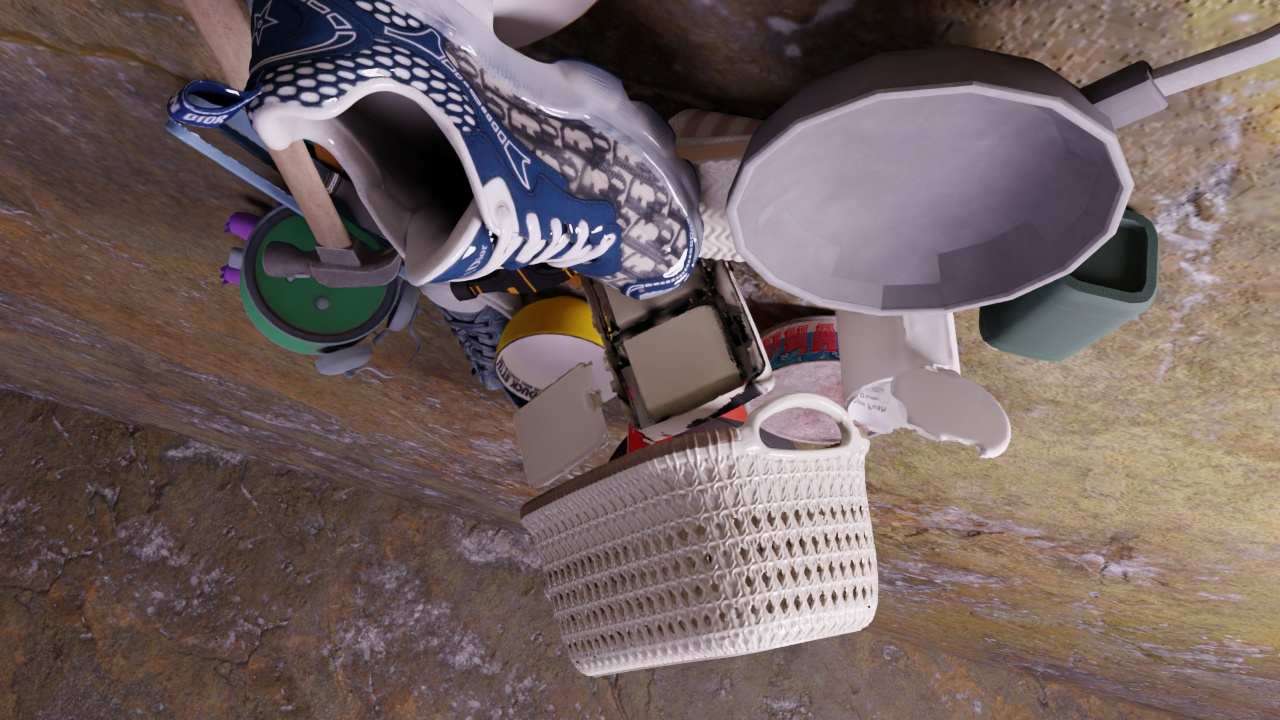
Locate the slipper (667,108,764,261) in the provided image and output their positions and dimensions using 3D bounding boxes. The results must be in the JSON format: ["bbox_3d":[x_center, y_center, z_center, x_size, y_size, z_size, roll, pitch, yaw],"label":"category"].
[{"bbox_3d":[0.037,-0.100,0.535,0.263,0.052,0.115,3,155,13],"label":"slipper"}]

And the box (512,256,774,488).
[{"bbox_3d":[0.001,-0.004,0.623,0.186,0.145,0.095,-34,148,30],"label":"box"}]

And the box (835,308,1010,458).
[{"bbox_3d":[0.169,0.004,0.577,0.084,0.162,0.112,12,151,-16],"label":"box"}]

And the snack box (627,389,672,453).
[{"bbox_3d":[0.007,0.049,0.823,0.036,0.152,0.133,2,161,-1],"label":"snack box"}]

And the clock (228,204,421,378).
[{"bbox_3d":[-0.250,-0.055,0.760,0.161,0.121,0.075,47,154,-12],"label":"clock"}]

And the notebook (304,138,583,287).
[{"bbox_3d":[-0.130,-0.118,0.679,0.249,0.014,0.179,18,161,-6],"label":"notebook"}]

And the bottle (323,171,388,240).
[{"bbox_3d":[-0.178,-0.104,0.669,0.110,0.036,0.036,27,158,-30],"label":"bottle"}]

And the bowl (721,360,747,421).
[{"bbox_3d":[0.092,0.022,0.866,0.122,0.035,0.122,14,161,5],"label":"bowl"}]

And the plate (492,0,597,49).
[{"bbox_3d":[-0.112,-0.200,0.364,0.230,0.021,0.230,6,154,3],"label":"plate"}]

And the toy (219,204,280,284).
[{"bbox_3d":[-0.322,-0.096,0.828,0.088,0.055,0.106,20,126,-7],"label":"toy"}]

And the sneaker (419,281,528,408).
[{"bbox_3d":[-0.144,-0.019,0.869,0.087,0.079,0.235,7,160,22],"label":"sneaker"}]

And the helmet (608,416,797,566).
[{"bbox_3d":[0.078,0.130,0.972,0.264,0.169,0.165,26,151,-20],"label":"helmet"}]

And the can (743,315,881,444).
[{"bbox_3d":[0.150,0.018,0.747,0.130,0.044,0.130,5,147,3],"label":"can"}]

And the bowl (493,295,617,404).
[{"bbox_3d":[-0.068,-0.015,0.818,0.117,0.067,0.117,3,145,2],"label":"bowl"}]

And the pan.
[{"bbox_3d":[0.192,-0.106,0.375,0.178,0.041,0.358,27,147,-35],"label":"pan"}]

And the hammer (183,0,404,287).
[{"bbox_3d":[-0.225,-0.153,0.552,0.119,0.030,0.332,7,146,9],"label":"hammer"}]

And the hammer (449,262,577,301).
[{"bbox_3d":[-0.133,-0.135,0.557,0.123,0.036,0.321,-11,147,18],"label":"hammer"}]

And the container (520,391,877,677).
[{"bbox_3d":[0.040,0.125,0.618,0.184,0.142,0.247,2,159,-35],"label":"container"}]

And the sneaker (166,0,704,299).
[{"bbox_3d":[-0.070,-0.079,0.414,0.103,0.132,0.269,-16,145,36],"label":"sneaker"}]

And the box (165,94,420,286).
[{"bbox_3d":[-0.251,-0.116,0.682,0.209,0.049,0.066,36,158,-30],"label":"box"}]

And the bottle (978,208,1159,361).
[{"bbox_3d":[0.240,-0.037,0.544,0.061,0.061,0.131,13,161,0],"label":"bottle"}]
